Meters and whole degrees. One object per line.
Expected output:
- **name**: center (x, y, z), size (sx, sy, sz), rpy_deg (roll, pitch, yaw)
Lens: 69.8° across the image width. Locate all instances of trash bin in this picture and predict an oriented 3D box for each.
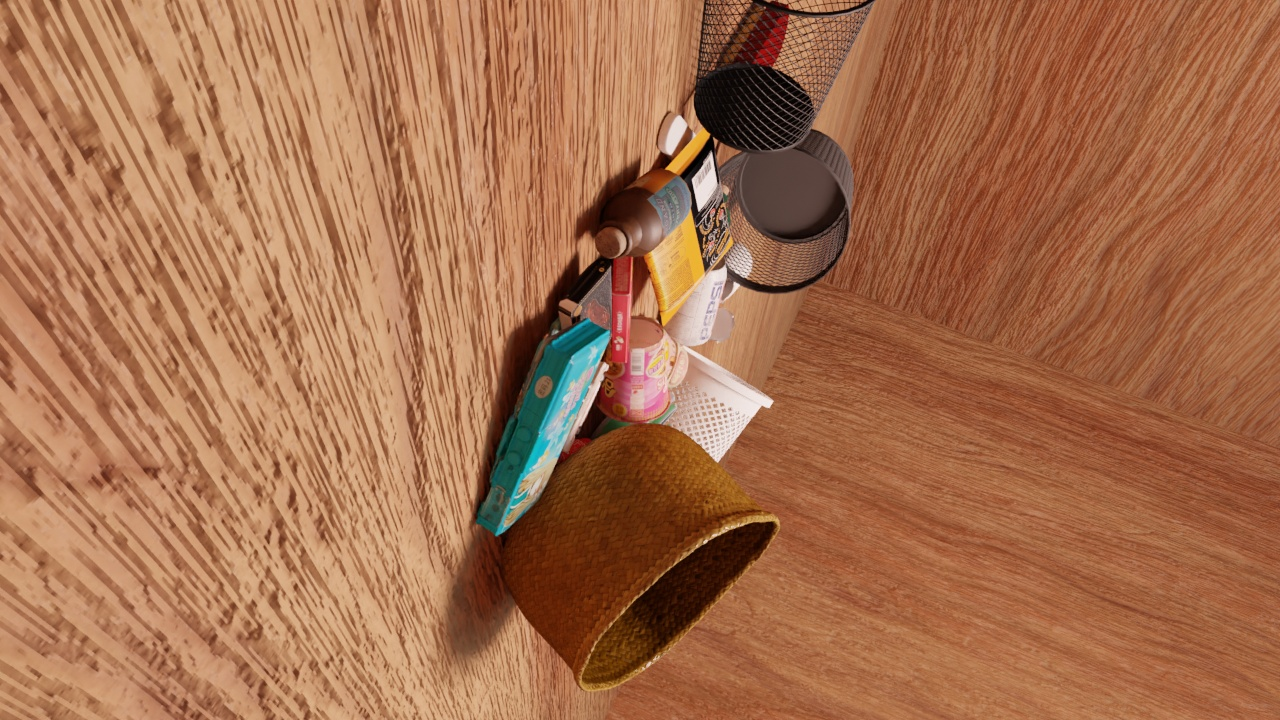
- **trash bin**: center (0.079, 0.100, 1.486), size (0.199, 0.195, 0.195), rpy_deg (-59, 168, 5)
- **trash bin**: center (0.222, -0.244, 1.409), size (0.226, 0.218, 0.218), rpy_deg (-54, 162, -60)
- **trash bin**: center (0.145, -0.349, 0.994), size (0.183, 0.184, 0.211), rpy_deg (-61, 171, -30)

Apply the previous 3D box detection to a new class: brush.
- **brush**: center (0.143, -0.394, 1.192), size (0.082, 0.042, 0.173), rpy_deg (91, 24, -58)

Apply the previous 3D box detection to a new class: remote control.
- **remote control**: center (0.044, -0.257, 1.077), size (0.136, 0.013, 0.043), rpy_deg (-4, 115, -76)

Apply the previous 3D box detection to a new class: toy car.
- **toy car**: center (-0.078, 0.046, 1.036), size (0.039, 0.039, 0.113), rpy_deg (43, 68, -54)

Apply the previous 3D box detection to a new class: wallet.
- **wallet**: center (-0.054, -0.043, 0.946), size (0.072, 0.019, 0.123), rpy_deg (-51, 161, -26)

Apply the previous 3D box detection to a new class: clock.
- **clock**: center (-0.018, 0.105, 1.255), size (0.121, 0.075, 0.162), rpy_deg (-40, 171, -50)

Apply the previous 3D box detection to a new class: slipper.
- **slipper**: center (0.031, -0.002, 1.307), size (0.197, 0.081, 0.093), rpy_deg (35, 76, -79)

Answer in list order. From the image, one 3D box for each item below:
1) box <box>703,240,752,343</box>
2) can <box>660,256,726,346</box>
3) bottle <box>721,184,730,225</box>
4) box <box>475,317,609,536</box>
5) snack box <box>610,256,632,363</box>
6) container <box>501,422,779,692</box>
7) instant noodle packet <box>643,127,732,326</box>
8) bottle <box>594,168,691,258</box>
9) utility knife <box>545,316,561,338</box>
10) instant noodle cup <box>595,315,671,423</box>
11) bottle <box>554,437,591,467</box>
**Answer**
- **box**: center (0.132, -0.112, 1.505), size (0.139, 0.083, 0.142), rpy_deg (-47, 144, -56)
- **can**: center (0.079, -0.094, 1.353), size (0.078, 0.078, 0.136), rpy_deg (-53, 161, -49)
- **bottle**: center (0.088, -0.187, 1.272), size (0.061, 0.061, 0.131), rpy_deg (71, 43, -68)
- **box**: center (-0.100, 0.067, 0.912), size (0.094, 0.041, 0.227), rpy_deg (-37, 156, -60)
- **snack box**: center (-0.021, -0.069, 1.036), size (0.133, 0.021, 0.089), rpy_deg (92, 0, -57)
- **container**: center (-0.013, 0.222, 1.087), size (0.306, 0.196, 0.308), rpy_deg (-35, 153, -21)
- **instant noodle packet**: center (0.056, -0.162, 1.133), size (0.159, 0.032, 0.221), rpy_deg (-50, 149, -20)
- **bottle**: center (-0.003, -0.145, 0.944), size (0.156, 0.068, 0.068), rpy_deg (-50, 158, -55)
- **utility knife**: center (-0.071, -0.050, 0.948), size (0.125, 0.015, 0.022), rpy_deg (-50, 159, -46)
- **instant noodle cup**: center (-0.007, 0.007, 1.151), size (0.097, 0.098, 0.109), rpy_deg (-54, 155, -47)
- **bottle**: center (-0.082, 0.117, 1.120), size (0.141, 0.042, 0.042), rpy_deg (18, 94, -78)
